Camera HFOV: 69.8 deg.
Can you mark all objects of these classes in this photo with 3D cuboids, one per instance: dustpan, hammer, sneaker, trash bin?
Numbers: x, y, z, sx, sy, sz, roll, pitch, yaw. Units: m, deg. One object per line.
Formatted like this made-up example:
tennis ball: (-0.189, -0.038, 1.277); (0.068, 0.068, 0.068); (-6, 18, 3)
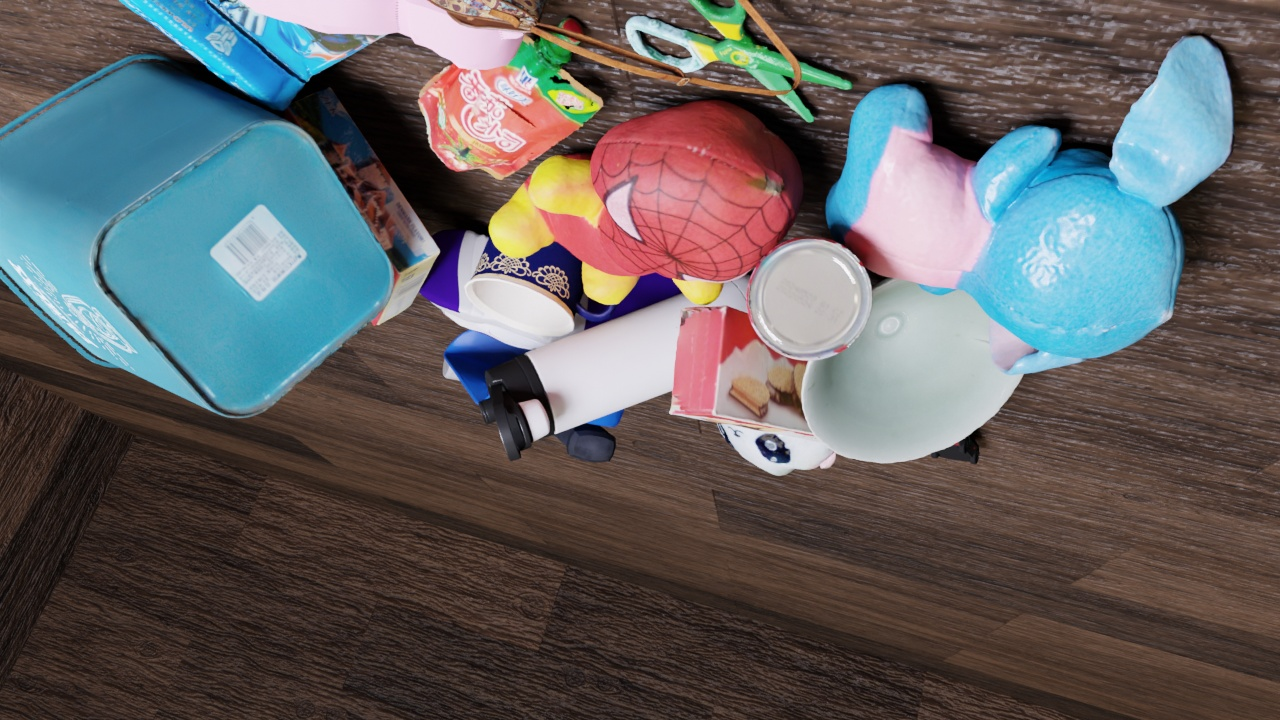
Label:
dustpan: (-0.043, 0.021, 0.883); (0.257, 0.059, 0.246); (16, -175, -21)
hammer: (-0.105, 0.044, 0.940); (0.139, 0.035, 0.313); (12, -173, -25)
sneaker: (-0.068, -0.041, 0.797); (0.244, 0.091, 0.111); (15, 167, 6)
trash bin: (-0.307, -0.082, 0.627); (0.219, 0.198, 0.197); (21, 147, 41)

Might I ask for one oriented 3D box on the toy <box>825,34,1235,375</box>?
toy: (0.193, -0.077, 0.487); (0.191, 0.098, 0.224); (25, 154, 14)

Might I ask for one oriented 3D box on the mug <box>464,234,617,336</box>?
mug: (-0.065, -0.074, 0.699); (0.112, 0.089, 0.086); (16, 160, 6)

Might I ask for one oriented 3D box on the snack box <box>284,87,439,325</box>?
snack box: (-0.222, -0.112, 0.709); (0.145, 0.040, 0.143); (56, 154, -2)

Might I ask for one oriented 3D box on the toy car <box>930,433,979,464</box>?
toy car: (0.287, 0.071, 0.848); (0.042, 0.036, 0.091); (6, 166, 34)

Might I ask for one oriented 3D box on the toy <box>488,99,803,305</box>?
toy: (0.007, -0.096, 0.573); (0.147, 0.098, 0.217); (18, 165, -36)

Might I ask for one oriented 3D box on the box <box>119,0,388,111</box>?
box: (-0.282, -0.234, 0.506); (0.176, 0.060, 0.243); (7, 157, 40)

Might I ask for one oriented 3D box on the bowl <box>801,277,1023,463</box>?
bowl: (0.190, -0.010, 0.667); (0.174, 0.067, 0.174); (-7, 126, -10)

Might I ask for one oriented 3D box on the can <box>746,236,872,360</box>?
can: (0.098, -0.036, 0.541); (0.067, 0.067, 0.124); (15, -174, 9)

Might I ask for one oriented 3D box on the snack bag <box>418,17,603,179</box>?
snack bag: (-0.080, -0.166, 0.566); (0.087, 0.044, 0.155); (37, 148, -23)

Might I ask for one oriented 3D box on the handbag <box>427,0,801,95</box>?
handbag: (-0.011, -0.171, 0.421); (0.195, 0.093, 0.043); (21, 166, -20)

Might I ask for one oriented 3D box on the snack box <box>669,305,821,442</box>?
snack box: (0.126, 0.021, 0.690); (0.044, 0.076, 0.272); (1, 171, 42)

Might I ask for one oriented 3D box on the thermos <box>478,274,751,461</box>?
thermos: (-0.004, 0.004, 0.675); (0.101, 0.229, 0.068); (-147, 39, -65)

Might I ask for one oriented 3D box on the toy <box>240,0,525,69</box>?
toy: (-0.129, -0.201, 0.443); (0.157, 0.067, 0.123); (14, 152, 0)

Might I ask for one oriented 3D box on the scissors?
scissors: (0.049, -0.161, 0.493); (0.131, 0.012, 0.108); (35, 155, -34)

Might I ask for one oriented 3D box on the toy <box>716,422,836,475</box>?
toy: (0.109, 0.023, 0.811); (0.139, 0.101, 0.179); (11, 143, 56)
